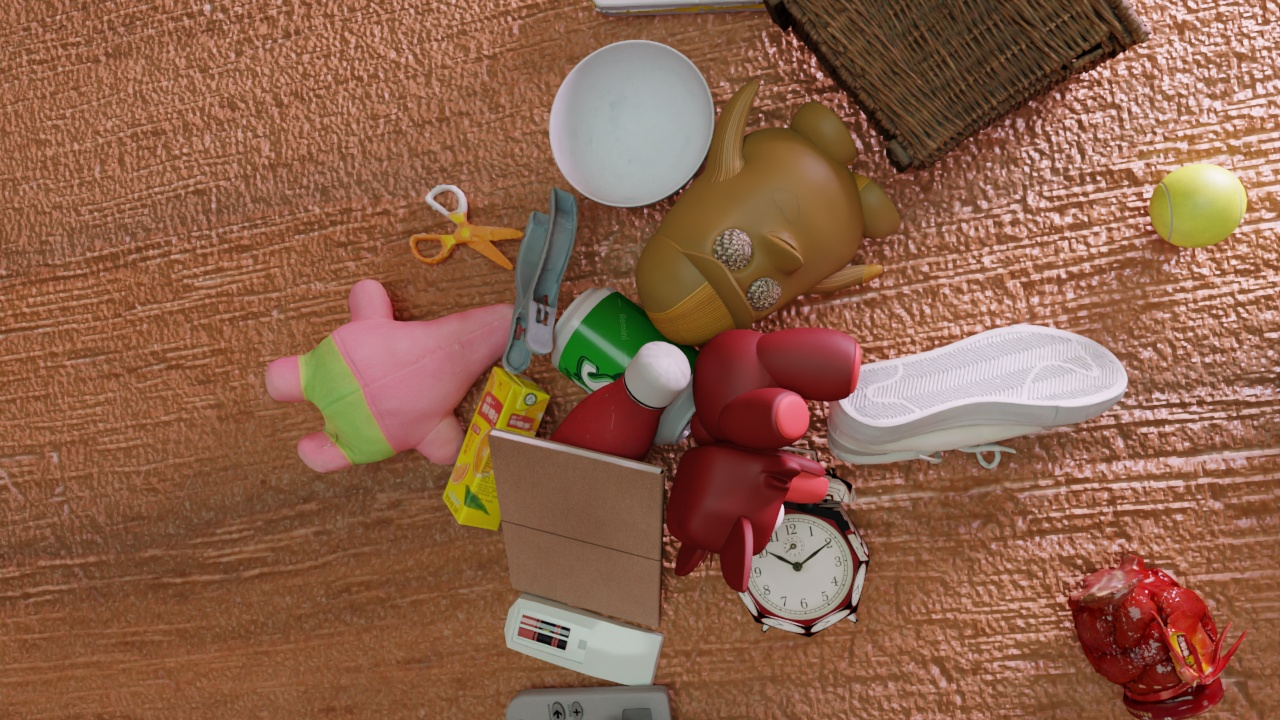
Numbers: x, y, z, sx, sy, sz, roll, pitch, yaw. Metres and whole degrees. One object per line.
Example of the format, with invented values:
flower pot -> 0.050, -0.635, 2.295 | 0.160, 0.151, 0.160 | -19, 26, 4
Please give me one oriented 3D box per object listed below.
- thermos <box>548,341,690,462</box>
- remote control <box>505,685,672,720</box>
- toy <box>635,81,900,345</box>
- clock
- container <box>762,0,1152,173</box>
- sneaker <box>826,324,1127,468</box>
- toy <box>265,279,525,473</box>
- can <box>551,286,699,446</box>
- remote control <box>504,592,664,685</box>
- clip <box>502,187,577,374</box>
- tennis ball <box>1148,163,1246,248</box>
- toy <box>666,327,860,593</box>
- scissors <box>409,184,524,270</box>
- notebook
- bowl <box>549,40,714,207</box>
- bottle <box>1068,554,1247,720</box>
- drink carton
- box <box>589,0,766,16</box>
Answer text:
thermos -> -0.030, 0.065, 0.742 | 0.073, 0.073, 0.241 | 48, 136, 11
remote control -> -0.045, 0.328, 0.813 | 0.151, 0.019, 0.074 | -6, 97, 12
toy -> 0.088, -0.096, 0.741 | 0.203, 0.162, 0.198 | -39, 110, -2
clock -> 0.129, 0.145, 0.768 | 0.115, 0.065, 0.154 | -10, 92, 12
container -> 0.222, -0.278, 0.719 | 0.183, 0.162, 0.250 | -39, 89, 16
sneaker -> 0.266, 0.037, 0.748 | 0.242, 0.091, 0.089 | -9, 54, -6
toy -> -0.213, 0.009, 0.844 | 0.236, 0.097, 0.192 | -26, 90, -5
can -> -0.005, 0.005, 0.796 | 0.140, 0.087, 0.088 | 37, 94, 12
remote control -> -0.054, 0.252, 0.824 | 0.143, 0.024, 0.049 | 13, 89, 12
clip -> -0.078, -0.078, 0.788 | 0.028, 0.128, 0.166 | 16, 63, -23
tennis ball -> 0.436, -0.121, 0.719 | 0.065, 0.065, 0.065 | -1, 86, 12
toy -> 0.083, 0.072, 0.688 | 0.120, 0.159, 0.197 | 20, 77, -14
scissors -> -0.160, -0.129, 0.868 | 0.133, 0.012, 0.096 | 3, 85, 22
notebook -> -0.050, 0.145, 0.764 | 0.141, 0.008, 0.209 | 12, 134, 13
bowl -> -0.001, -0.199, 0.814 | 0.144, 0.074, 0.144 | -1, 86, 12
bottle -> 0.389, 0.208, 0.696 | 0.099, 0.099, 0.111 | -24, 86, 10
drink carton -> -0.129, 0.078, 0.824 | 0.043, 0.058, 0.134 | 18, 98, -31
box -> 0.056, -0.349, 0.836 | 0.209, 0.033, 0.064 | 3, 87, 11
